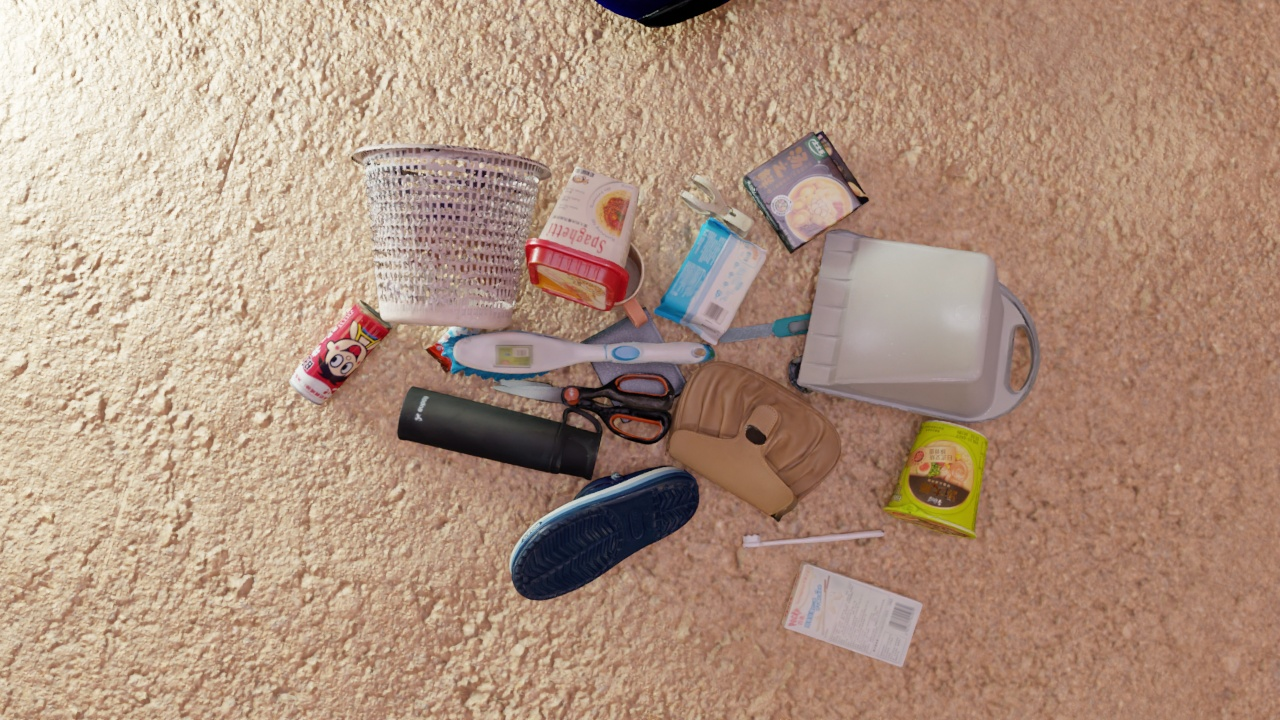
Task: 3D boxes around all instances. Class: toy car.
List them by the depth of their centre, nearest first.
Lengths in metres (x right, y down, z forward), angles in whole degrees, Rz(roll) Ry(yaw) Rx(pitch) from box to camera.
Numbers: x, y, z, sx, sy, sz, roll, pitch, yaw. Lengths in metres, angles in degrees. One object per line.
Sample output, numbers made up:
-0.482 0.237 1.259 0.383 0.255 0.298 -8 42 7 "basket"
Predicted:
0.234 0.003 1.153 0.105 0.031 0.049 -26 87 -3 "toy car"

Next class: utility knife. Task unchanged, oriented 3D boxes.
0.208 -0.045 1.164 0.219 0.013 0.029 -9 88 -1 "utility knife"

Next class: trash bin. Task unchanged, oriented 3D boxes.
-0.221 -0.135 1.064 0.227 0.227 0.192 3 92 0 "trash bin"

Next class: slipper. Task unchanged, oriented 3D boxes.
-0.050 0.191 1.112 0.252 0.095 0.105 -24 117 -17 "slipper"

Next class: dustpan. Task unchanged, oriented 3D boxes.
0.354 -0.031 1.137 0.258 0.142 0.222 5 68 27 "dustpan"

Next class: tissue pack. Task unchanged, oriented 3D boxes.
0.088 -0.099 1.140 0.090 0.063 0.140 29 89 -1 "tissue pack"

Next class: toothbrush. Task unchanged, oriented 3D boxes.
0.218 0.221 1.154 0.180 0.016 0.016 -4 82 0 "toothbrush"

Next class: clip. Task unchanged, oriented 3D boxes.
0.099 -0.192 1.157 0.100 0.074 0.034 35 87 5 "clip"

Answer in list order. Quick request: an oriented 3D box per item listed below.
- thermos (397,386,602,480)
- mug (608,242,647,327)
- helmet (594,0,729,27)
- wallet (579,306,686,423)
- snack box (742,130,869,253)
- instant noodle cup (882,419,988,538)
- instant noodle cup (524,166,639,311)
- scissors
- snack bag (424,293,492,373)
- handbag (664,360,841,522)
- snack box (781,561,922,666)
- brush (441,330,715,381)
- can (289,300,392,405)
-0.170 0.083 1.138 0.242 0.069 0.089 13 55 -2 "thermos"
-0.028 -0.091 1.118 0.081 0.106 0.114 -35 89 -2 "mug"
0.058 -0.526 1.063 0.316 0.240 0.247 -12 88 10 "helmet"
-0.007 0.007 1.160 0.097 0.019 0.121 -28 91 -2 "wallet"
0.211 -0.216 1.156 0.126 0.053 0.113 -34 88 4 "snack box"
0.367 0.141 1.118 0.111 0.112 0.123 19 80 0 "instant noodle cup"
-0.057 -0.135 1.016 0.116 0.117 0.124 19 75 0 "instant noodle cup"
-0.074 0.059 1.126 0.235 0.022 0.139 -11 70 -1 "scissors"
-0.223 -0.035 1.155 0.045 0.026 0.105 40 85 12 "snack bag"
0.135 0.094 1.116 0.204 0.100 0.148 30 91 4 "handbag"
0.263 0.316 1.145 0.157 0.027 0.084 19 88 0 "snack box"
-0.075 -0.007 1.104 0.314 0.110 0.060 1 86 -18 "brush"
-0.372 -0.009 1.139 0.053 0.053 0.132 42 88 1 "can"
